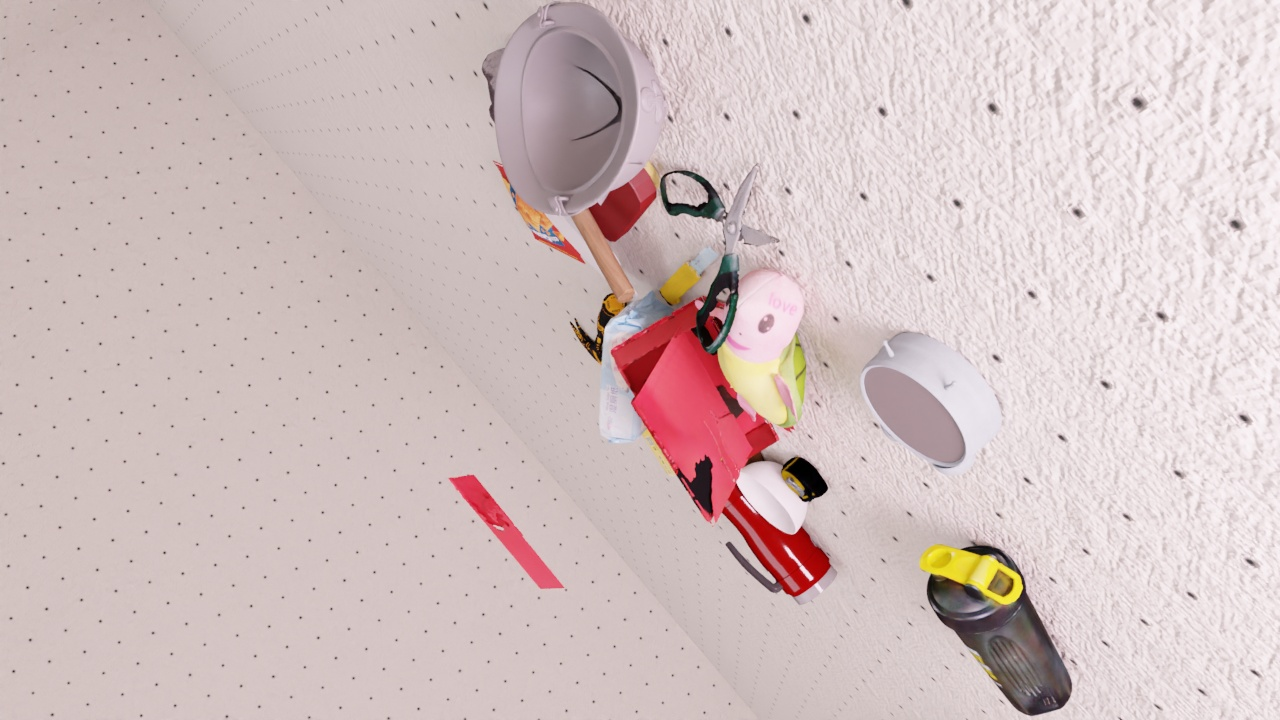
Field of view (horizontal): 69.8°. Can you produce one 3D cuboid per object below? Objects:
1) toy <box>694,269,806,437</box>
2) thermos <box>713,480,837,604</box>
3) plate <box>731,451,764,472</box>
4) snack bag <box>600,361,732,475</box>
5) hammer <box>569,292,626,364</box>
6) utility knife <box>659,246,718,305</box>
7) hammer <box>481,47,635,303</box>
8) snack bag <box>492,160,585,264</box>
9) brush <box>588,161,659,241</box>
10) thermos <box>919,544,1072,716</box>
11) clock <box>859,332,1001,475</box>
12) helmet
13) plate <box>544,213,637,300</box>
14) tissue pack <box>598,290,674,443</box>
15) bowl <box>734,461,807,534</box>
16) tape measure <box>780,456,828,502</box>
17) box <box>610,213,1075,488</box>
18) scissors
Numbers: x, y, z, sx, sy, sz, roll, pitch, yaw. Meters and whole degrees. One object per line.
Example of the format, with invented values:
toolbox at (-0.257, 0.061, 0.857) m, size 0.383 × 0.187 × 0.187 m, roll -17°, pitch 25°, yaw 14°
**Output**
toy at (0.128, -0.004, 0.970) m, size 0.190 × 0.087 × 0.238 m, roll 56°, pitch 167°, yaw 40°
thermos at (0.193, 0.273, 1.378) m, size 0.198 × 0.108 × 0.084 m, roll 50°, pitch 165°, yaw 6°
plate at (0.129, 0.122, 1.352) m, size 0.131 × 0.025 × 0.131 m, roll 44°, pitch 163°, yaw 17°
snack bag at (0.032, 0.062, 1.324) m, size 0.247 × 0.068 × 0.160 m, roll 59°, pitch 159°, yaw -2°
hammer at (-0.061, -0.049, 1.452) m, size 0.123 × 0.036 × 0.321 m, roll 49°, pitch 166°, yaw 4°
utility knife at (0.055, -0.097, 1.071) m, size 0.030 × 0.019 × 0.225 m, roll 44°, pitch 168°, yaw -2°
hammer at (-0.090, -0.202, 1.016) m, size 0.328 × 0.052 × 0.098 m, roll 60°, pitch 167°, yaw 19°
snack bag at (-0.140, -0.209, 1.284) m, size 0.131 × 0.039 × 0.144 m, roll 31°, pitch 156°, yaw 44°
brush at (-0.026, -0.192, 1.024) m, size 0.082 × 0.041 × 0.174 m, roll 50°, pitch 164°, yaw -3°
thermos at (0.378, 0.281, 0.958) m, size 0.221 × 0.098 × 0.098 m, roll 53°, pitch 164°, yaw -25°
clock at (0.256, 0.044, 0.820) m, size 0.122 × 0.045 × 0.159 m, roll 37°, pitch 158°, yaw 37°
helmet at (-0.033, -0.231, 0.850) m, size 0.272 × 0.117 × 0.183 m, roll 11°, pitch 109°, yaw 56°
plate at (-0.072, -0.157, 1.151) m, size 0.208 × 0.015 × 0.208 m, roll 46°, pitch 176°, yaw 4°
tissue pack at (-0.007, 0.007, 1.186) m, size 0.070 × 0.111 × 0.182 m, roll 12°, pitch 112°, yaw 21°
bowl at (0.191, 0.183, 1.281) m, size 0.114 × 0.050 × 0.115 m, roll 44°, pitch 163°, yaw 17°
tape measure at (0.211, 0.157, 1.202) m, size 0.061 × 0.034 × 0.062 m, roll 48°, pitch 163°, yaw 9°
box at (0.212, 0.007, 1.043) m, size 0.480 × 0.170 × 0.214 m, roll -9°, pitch 126°, yaw 34°
scissors at (0.064, -0.122, 0.892) m, size 0.204 × 0.015 × 0.202 m, roll 57°, pitch 142°, yaw 38°
